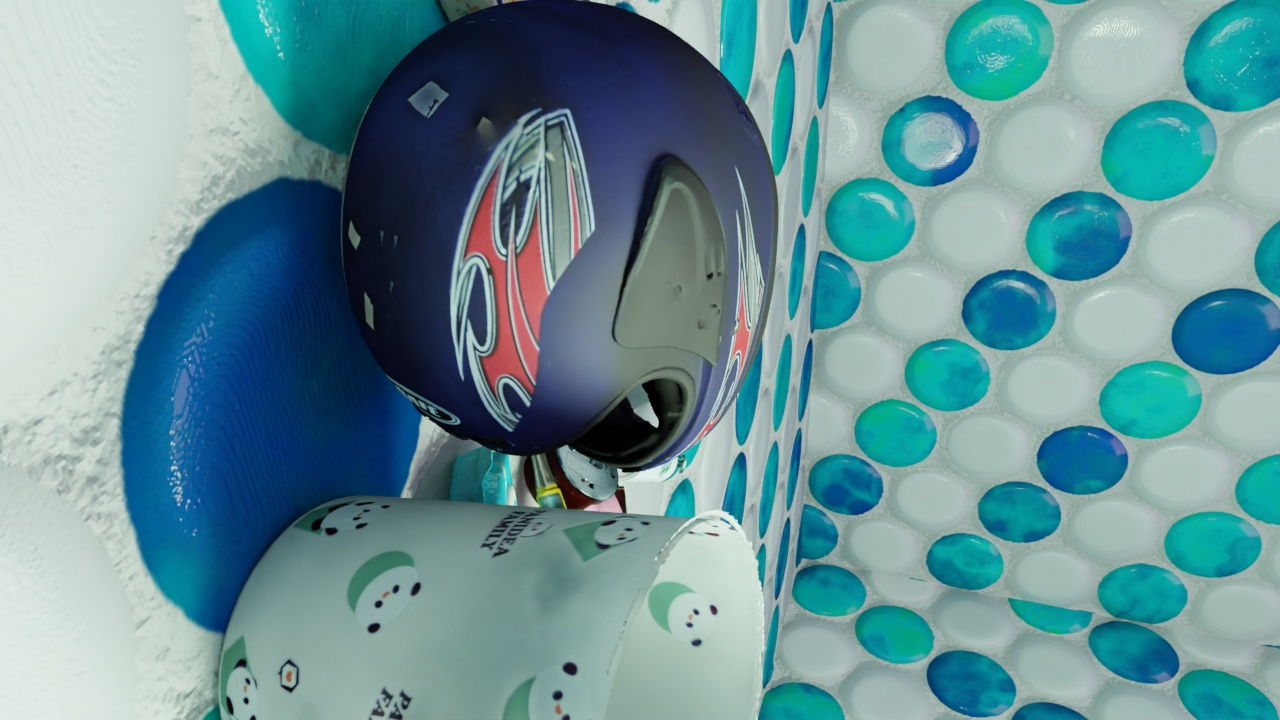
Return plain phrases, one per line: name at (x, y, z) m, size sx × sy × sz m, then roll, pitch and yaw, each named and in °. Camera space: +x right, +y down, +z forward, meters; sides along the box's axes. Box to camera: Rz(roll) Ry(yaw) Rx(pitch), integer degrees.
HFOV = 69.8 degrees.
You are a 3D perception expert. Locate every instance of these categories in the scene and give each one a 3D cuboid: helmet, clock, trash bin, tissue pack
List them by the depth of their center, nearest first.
trash bin at (-0.083, 0.185, 0.534) m, size 0.229 × 0.252 × 0.229 m, roll -16°, pitch 108°, yaw -61°
helmet at (-0.061, -0.058, 0.577) m, size 0.239 × 0.247 × 0.316 m, roll -18°, pitch 121°, yaw -41°
tissue pack at (-0.122, 0.142, 0.736) m, size 0.093 × 0.050 × 0.134 m, roll -99°, pitch -175°, yaw -59°
clock at (-0.066, 0.098, 0.886) m, size 0.082 × 0.055 × 0.121 m, roll 37°, pitch 32°, yaw -28°

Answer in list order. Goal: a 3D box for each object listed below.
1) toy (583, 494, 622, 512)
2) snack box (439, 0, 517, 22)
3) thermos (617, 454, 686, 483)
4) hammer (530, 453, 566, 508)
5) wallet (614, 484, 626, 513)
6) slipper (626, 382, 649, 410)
toy at (-0.050, 0.191, 0.955) m, size 0.194 × 0.075 × 0.178 m, roll 64°, pitch 17°, yaw -17°
snack box at (-0.092, -0.309, 0.687) m, size 0.178 × 0.046 × 0.182 m, roll 67°, pitch 34°, yaw -58°
thermos at (0.005, 0.118, 1.127) m, size 0.224 × 0.073 × 0.073 m, roll 30°, pitch 69°, yaw -74°
hammer at (-0.068, 0.124, 0.751) m, size 0.126 × 0.032 × 0.323 m, roll 20°, pitch 51°, yaw -72°
wallet at (-0.034, 0.196, 1.099) m, size 0.122 × 0.020 × 0.096 m, roll 43°, pitch 47°, yaw -80°
slipper at (-0.006, 0.005, 0.929) m, size 0.110 × 0.083 × 0.269 m, roll -61°, pitch 176°, yaw -40°
